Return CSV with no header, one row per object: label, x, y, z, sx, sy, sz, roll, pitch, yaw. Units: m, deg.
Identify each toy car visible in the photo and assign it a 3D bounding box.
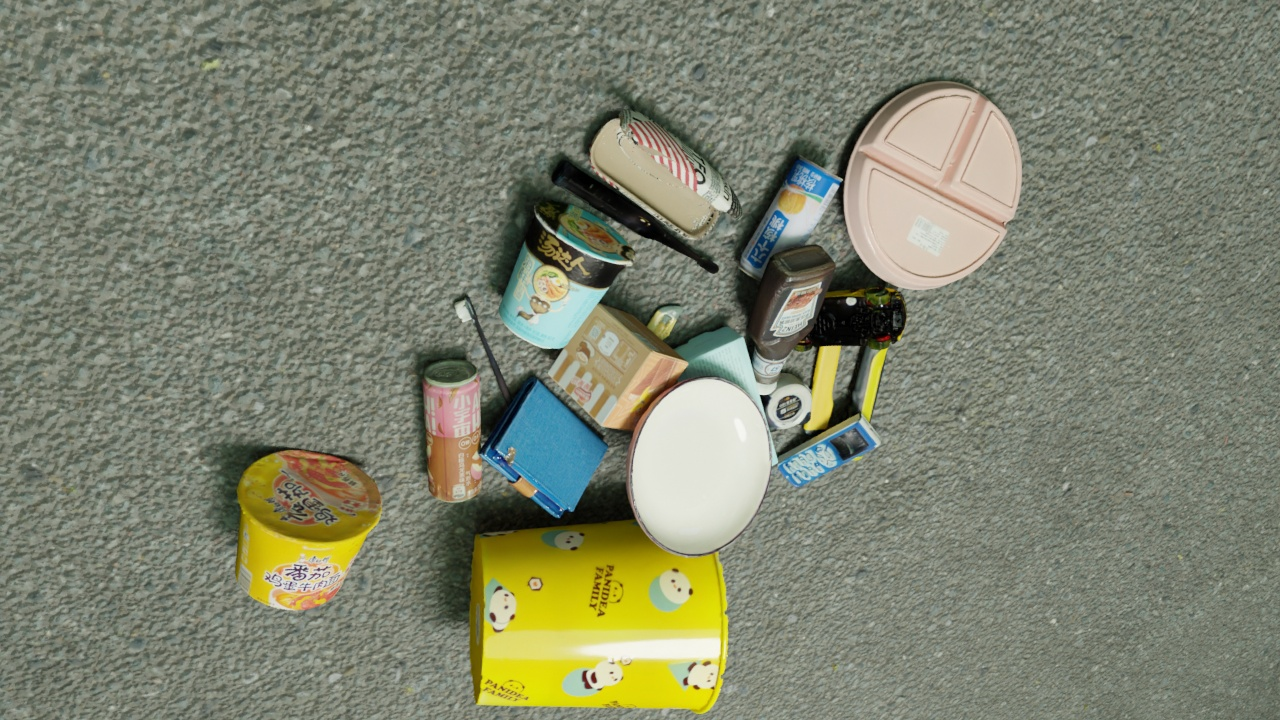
toy car,0.224,-0.049,1.046,0.156,0.041,0.071,-4,116,12

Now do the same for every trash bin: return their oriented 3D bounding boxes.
trash bin,-0.058,0.287,1.039,0.255,0.229,0.230,2,116,-15

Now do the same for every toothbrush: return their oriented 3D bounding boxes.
toothbrush,-0.156,0.012,0.974,0.018,0.015,0.181,-21,121,-2
toothbrush,0.001,-0.141,0.945,0.212,0.027,0.026,28,89,-30

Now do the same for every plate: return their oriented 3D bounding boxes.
plate,0.058,0.112,0.982,0.192,0.039,0.192,-3,95,-34
plate,0.329,-0.189,1.011,0.229,0.028,0.230,-6,108,-20

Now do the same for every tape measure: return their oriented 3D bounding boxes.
tape measure,0.172,0.049,1.100,0.065,0.033,0.066,-11,122,-17

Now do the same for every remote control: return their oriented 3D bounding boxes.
remote control,0.231,0.112,1.138,0.125,0.024,0.049,-31,116,22

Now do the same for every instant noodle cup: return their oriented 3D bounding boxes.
instant noodle cup,-0.343,0.176,0.930,0.138,0.138,0.110,11,120,-24
instant noodle cup,-0.080,-0.079,0.906,0.111,0.111,0.121,19,116,-27

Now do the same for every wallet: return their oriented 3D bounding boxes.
wallet,-0.104,0.099,1.007,0.133,0.040,0.106,46,64,-33

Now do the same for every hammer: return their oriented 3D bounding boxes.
hammer,0.289,-0.022,1.106,0.126,0.032,0.324,-1,117,-18

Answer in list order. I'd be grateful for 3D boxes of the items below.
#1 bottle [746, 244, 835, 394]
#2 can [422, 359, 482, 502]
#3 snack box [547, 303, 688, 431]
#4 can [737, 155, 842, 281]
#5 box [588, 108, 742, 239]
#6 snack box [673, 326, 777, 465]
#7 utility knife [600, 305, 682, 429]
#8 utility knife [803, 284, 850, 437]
bottle,0.153,-0.038,1.003,0.079,0.044,0.195,-16,142,-24
can,-0.197,0.076,0.967,0.058,0.058,0.147,-6,118,-17
snack box,-0.024,0.008,0.960,0.094,0.093,0.077,-56,150,12
can,0.158,-0.147,0.981,0.053,0.053,0.135,21,108,-28
box,0.023,-0.178,0.913,0.162,0.076,0.088,29,126,-30
snack box,0.096,0.054,1.050,0.074,0.051,0.175,-24,114,-13
utility knife,-0.006,0.006,1.028,0.031,0.018,0.168,26,110,-23
utility knife,0.226,0.005,1.106,0.033,0.015,0.209,-3,118,-17
